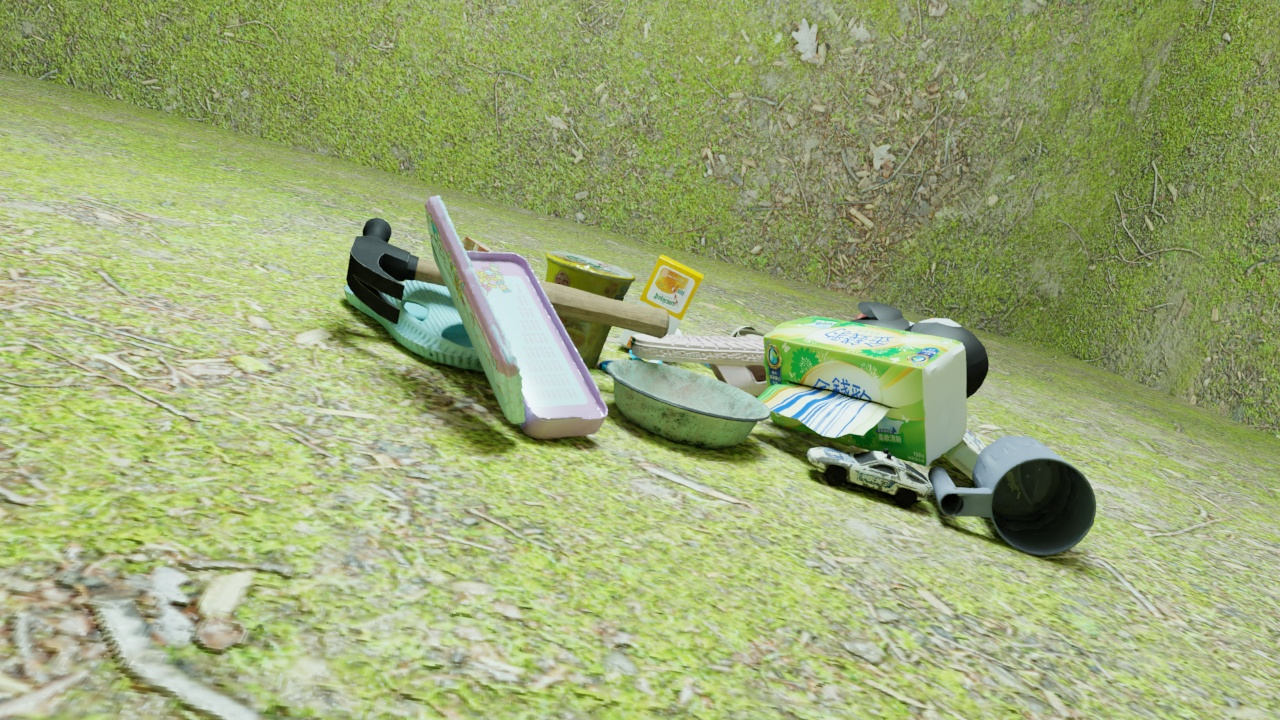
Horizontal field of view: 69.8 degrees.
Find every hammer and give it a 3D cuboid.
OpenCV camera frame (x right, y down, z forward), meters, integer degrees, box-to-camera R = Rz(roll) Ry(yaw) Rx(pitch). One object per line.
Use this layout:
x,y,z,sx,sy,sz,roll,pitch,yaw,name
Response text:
-0.120,-0.064,0.874,0.305,0.040,0.132,12,31,-13,hammer

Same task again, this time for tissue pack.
0.197,0.035,0.897,0.141,0.120,0.198,-26,20,-37,tissue pack

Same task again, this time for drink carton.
0.024,-0.061,1.129,0.058,0.122,0.040,26,12,1,drink carton

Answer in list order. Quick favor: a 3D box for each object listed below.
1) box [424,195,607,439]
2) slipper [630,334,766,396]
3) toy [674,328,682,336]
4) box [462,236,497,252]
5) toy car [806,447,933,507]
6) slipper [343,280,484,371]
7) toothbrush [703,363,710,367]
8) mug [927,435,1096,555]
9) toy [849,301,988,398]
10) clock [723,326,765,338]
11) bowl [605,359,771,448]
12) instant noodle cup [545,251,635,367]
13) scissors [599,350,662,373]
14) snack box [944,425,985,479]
-0.114,-0.032,0.745,0.140,0.062,0.214,40,15,-52,box
0.105,0.008,1.050,0.239,0.064,0.094,5,10,-6,slipper
0.021,-0.039,1.220,0.076,0.037,0.125,17,14,0,toy
-0.240,-0.141,1.313,0.076,0.055,0.187,-23,25,-17,box
0.204,0.096,0.817,0.113,0.040,0.048,16,10,3,toy car
-0.204,-0.053,0.911,0.115,0.069,0.276,0,19,-44,slipper
0.095,0.003,1.176,0.014,0.016,0.167,9,13,-30,toothbrush
0.323,0.115,0.814,0.124,0.084,0.104,-1,8,11,mug
0.312,0.009,1.080,0.139,0.159,0.184,-25,12,-32,toy
0.152,-0.007,1.209,0.092,0.055,0.141,8,21,-36,clock
0.040,0.043,0.850,0.157,0.038,0.157,15,11,-3,bowl
-0.068,-0.055,0.992,0.102,0.108,0.102,15,12,-3,instant noodle cup
-0.007,0.005,1.041,0.113,0.013,0.140,11,15,-17,scissors
0.337,0.087,0.962,0.082,0.026,0.150,38,15,-10,snack box
